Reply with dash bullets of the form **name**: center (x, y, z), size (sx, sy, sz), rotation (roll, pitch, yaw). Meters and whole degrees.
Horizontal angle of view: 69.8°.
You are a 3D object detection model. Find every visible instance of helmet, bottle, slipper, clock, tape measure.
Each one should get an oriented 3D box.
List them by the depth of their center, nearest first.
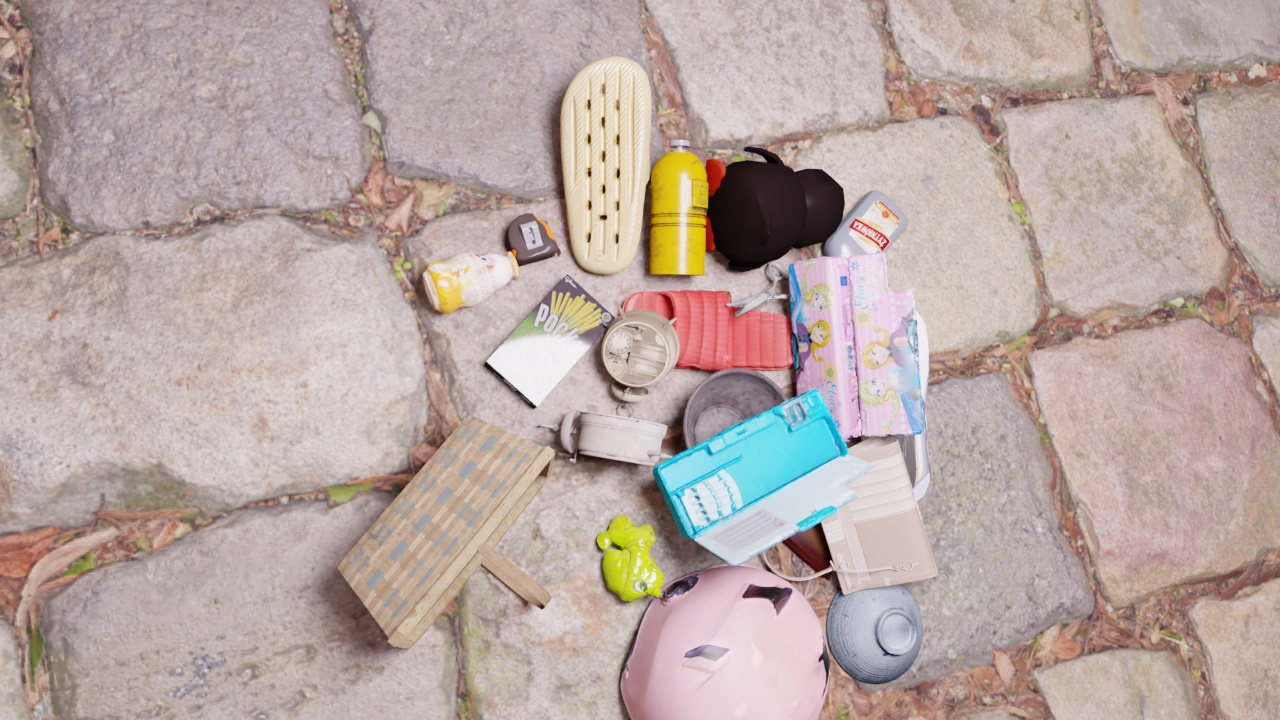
- **helmet**: center (0.113, 0.347, 1.041), size (0.254, 0.153, 0.230), rotation (-38, 89, -25)
- **bottle**: center (-0.197, -0.096, 1.071), size (0.109, 0.063, 0.063), rotation (-19, 86, -17)
- **clock**: center (-0.044, 0.093, 1.072), size (0.157, 0.103, 0.061), rotation (8, 84, 11)
- **clock**: center (-0.006, 0.006, 1.100), size (0.093, 0.054, 0.141), rotation (14, 105, 7)
- **tape measure**: center (-0.133, -0.148, 1.113), size (0.058, 0.038, 0.059), rotation (-18, 85, -19)
- **bottle**: center (0.048, -0.188, 1.137), size (0.071, 0.071, 0.164), rotation (0, 94, -17)
- **slipper**: center (-0.042, -0.238, 1.139), size (0.111, 0.079, 0.261), rotation (2, 95, 5)
- **slipper**: center (0.098, -0.037, 1.150), size (0.248, 0.059, 0.103), rotation (8, 77, -16)
- **slipper**: center (0.320, 0.059, 1.198), size (0.111, 0.063, 0.264), rotation (-7, 94, -14)
- **bottle**: center (0.288, -0.152, 1.233), size (0.072, 0.046, 0.161), rotation (44, 71, -5)

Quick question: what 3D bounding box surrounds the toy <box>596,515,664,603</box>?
- **toy**: center (-0.011, 0.234, 1.077), size (0.094, 0.036, 0.093), rotation (20, 78, 11)

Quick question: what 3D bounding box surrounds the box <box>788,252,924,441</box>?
- **box**: center (0.258, -0.015, 1.128), size (0.062, 0.161, 0.230), rotation (-4, 89, -56)

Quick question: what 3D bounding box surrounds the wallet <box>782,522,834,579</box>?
- **wallet**: center (0.236, 0.205, 1.169), size (0.091, 0.018, 0.115), rotation (41, 75, -6)

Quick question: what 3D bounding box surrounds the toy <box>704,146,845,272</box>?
- **toy**: center (0.186, -0.189, 1.163), size (0.183, 0.140, 0.159), rotation (-10, 119, -29)

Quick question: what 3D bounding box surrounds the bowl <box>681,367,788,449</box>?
- **bowl**: center (0.111, 0.086, 1.126), size (0.145, 0.067, 0.145), rotation (3, 79, -16)

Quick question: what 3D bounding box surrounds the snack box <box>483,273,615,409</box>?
- **snack box**: center (-0.108, -0.023, 1.104), size (0.080, 0.025, 0.147), rotation (42, 72, -5)

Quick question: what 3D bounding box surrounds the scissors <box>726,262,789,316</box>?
- **scissors**: center (0.173, -0.076, 1.174), size (0.117, 0.014, 0.160), rotation (36, 44, -7)

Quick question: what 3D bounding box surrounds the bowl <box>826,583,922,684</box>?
- **bowl**: center (0.306, 0.335, 1.142), size (0.137, 0.057, 0.137), rotation (3, 79, -16)

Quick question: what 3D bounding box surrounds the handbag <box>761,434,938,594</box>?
- **handbag**: center (0.244, 0.207, 1.137), size (0.198, 0.062, 0.175), rotation (-18, 95, -2)

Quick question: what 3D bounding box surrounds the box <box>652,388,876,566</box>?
- **box**: center (0.149, 0.140, 1.048), size (0.226, 0.085, 0.170), rotation (-25, 53, -19)

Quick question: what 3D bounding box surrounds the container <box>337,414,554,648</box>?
- **container**: center (-0.173, 0.203, 0.979), size (0.186, 0.158, 0.249), rotation (37, 72, 5)
